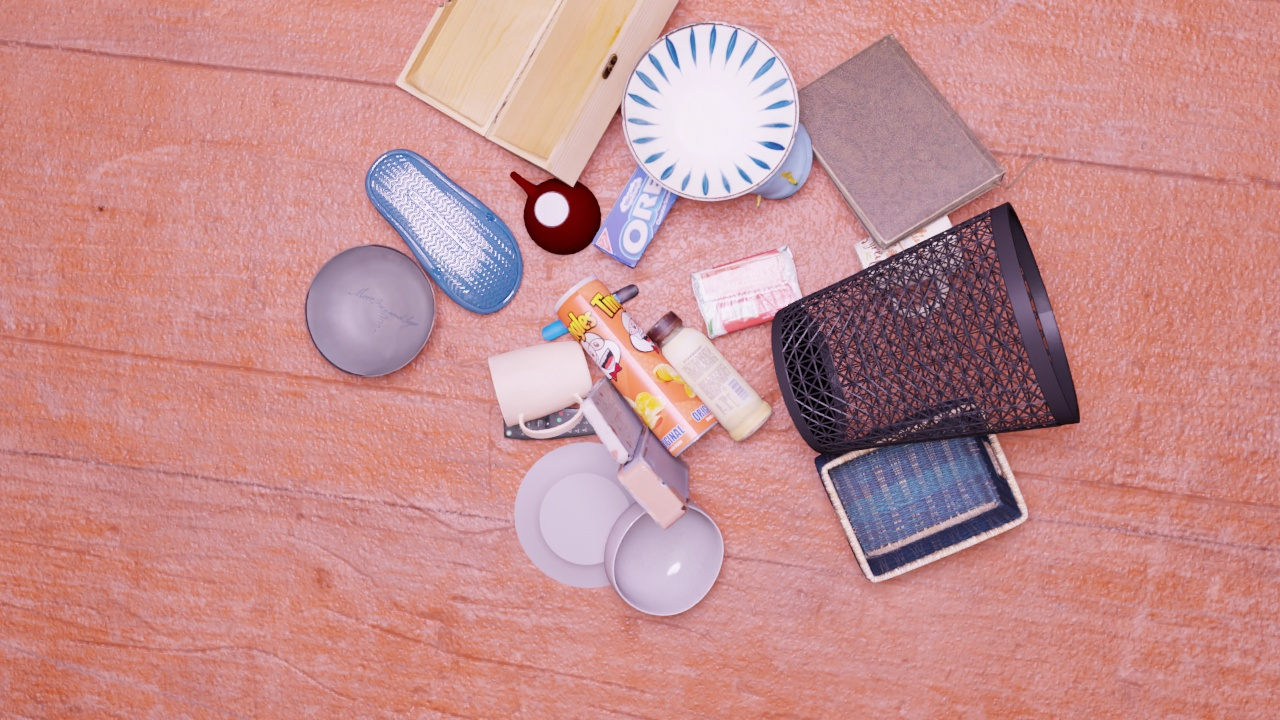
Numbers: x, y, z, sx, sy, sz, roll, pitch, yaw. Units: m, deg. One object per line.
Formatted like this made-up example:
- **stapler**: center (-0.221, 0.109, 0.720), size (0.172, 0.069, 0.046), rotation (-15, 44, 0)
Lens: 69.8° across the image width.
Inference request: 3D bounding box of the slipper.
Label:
- **slipper**: center (-0.217, -0.148, 1.038), size (0.103, 0.059, 0.213), rotation (-43, 102, -4)

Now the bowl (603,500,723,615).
- **bowl**: center (0.021, 0.213, 1.033), size (0.131, 0.064, 0.132), rotation (-4, 101, -19)

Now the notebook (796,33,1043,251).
- **notebook**: center (0.282, -0.243, 0.974), size (0.190, 0.034, 0.215), rotation (-30, 69, 3)

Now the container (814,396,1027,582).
- **container**: center (0.305, 0.140, 1.014), size (0.187, 0.071, 0.145), rotation (-24, 92, 5)

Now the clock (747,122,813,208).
- **clock**: center (0.133, -0.233, 0.993), size (0.089, 0.051, 0.124), rotation (-27, 74, 47)

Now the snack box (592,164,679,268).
- **snack box**: center (0.027, -0.211, 1.017), size (0.059, 0.059, 0.226), rotation (32, 95, -3)

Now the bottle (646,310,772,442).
- **bottle**: center (0.075, 0.015, 1.029), size (0.056, 0.056, 0.162), rotation (-43, 90, 5)

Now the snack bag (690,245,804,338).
- **snack bag**: center (0.121, -0.076, 1.030), size (0.116, 0.036, 0.077), rotation (-16, 92, 5)

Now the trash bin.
- **trash bin**: center (0.277, -0.013, 0.919), size (0.244, 0.216, 0.217), rotation (-18, 92, 28)

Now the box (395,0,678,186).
- **box**: center (-0.110, -0.353, 1.006), size (0.261, 0.096, 0.247), rotation (33, 94, 17)

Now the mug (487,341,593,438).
- **mug**: center (-0.105, 0.034, 1.021), size (0.104, 0.085, 0.111), rotation (-17, 58, -6)

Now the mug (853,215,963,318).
- **mug**: center (0.297, -0.101, 1.008), size (0.097, 0.081, 0.122), rotation (-21, 117, 12)

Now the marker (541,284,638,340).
- **marker**: center (-0.058, -0.055, 1.054), size (0.123, 0.015, 0.018), rotation (-27, 85, 2)

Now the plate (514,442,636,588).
- **plate**: center (-0.063, 0.183, 1.067), size (0.173, 0.019, 0.173), rotation (0, 94, 4)

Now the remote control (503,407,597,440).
- **remote control**: center (-0.097, 0.072, 1.066), size (0.125, 0.010, 0.039), rotation (-1, 94, 4)

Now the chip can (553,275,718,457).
- **chip can**: center (-0.006, 0.006, 1.004), size (0.062, 0.062, 0.210), rotation (-41, 83, 5)

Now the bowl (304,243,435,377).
- **bowl**: center (-0.301, -0.057, 1.048), size (0.151, 0.056, 0.151), rotation (0, 94, 3)

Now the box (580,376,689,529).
- **box**: center (-0.007, 0.088, 0.959), size (0.148, 0.216, 0.043), rotation (45, 96, -1)

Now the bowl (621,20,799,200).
- **bowl**: center (0.070, -0.250, 0.948), size (0.177, 0.071, 0.177), rotation (0, 93, 1)

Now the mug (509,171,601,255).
- **mug**: center (-0.101, -0.171, 1.012), size (0.114, 0.088, 0.087), rotation (41, 95, 0)
